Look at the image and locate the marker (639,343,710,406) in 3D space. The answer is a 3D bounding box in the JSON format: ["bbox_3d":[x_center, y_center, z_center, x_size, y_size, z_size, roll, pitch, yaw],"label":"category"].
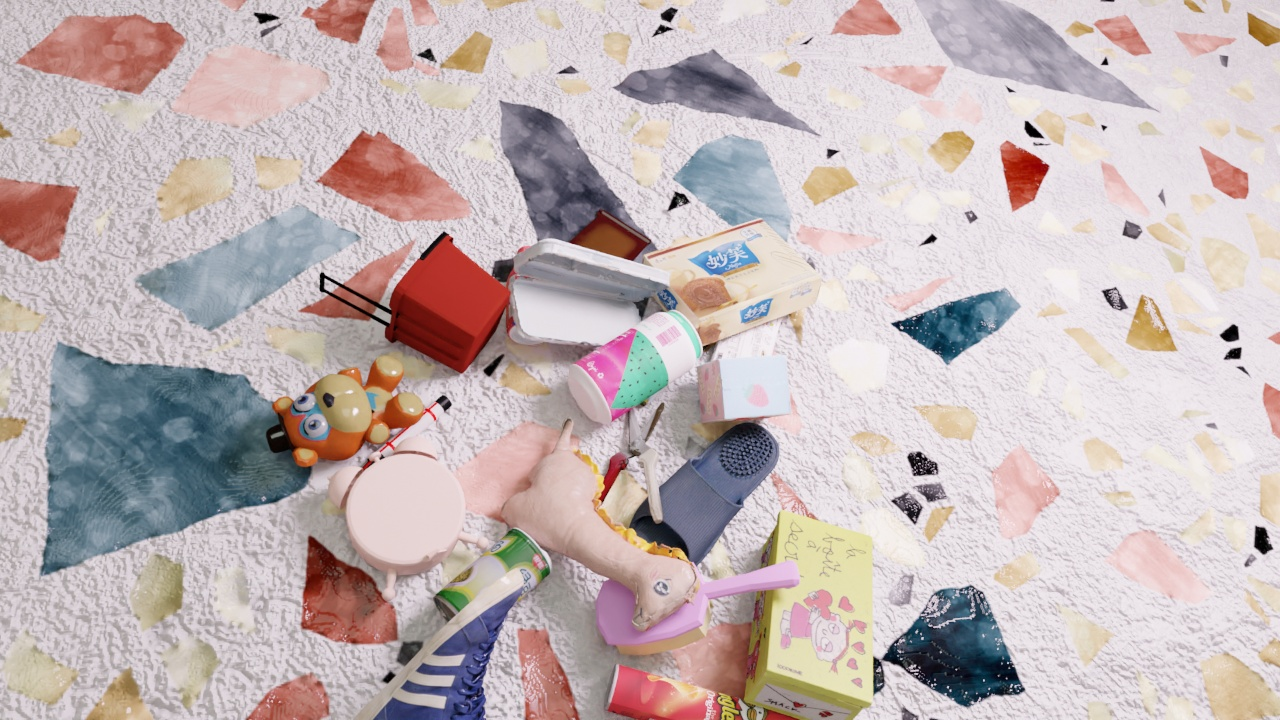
[{"bbox_3d":[0.048,0.013,1.241,0.017,0.017,0.146,39,60,12],"label":"marker"}]

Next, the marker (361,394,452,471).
[{"bbox_3d":[-0.288,0.094,1.117,0.019,0.019,0.145,38,59,12],"label":"marker"}]

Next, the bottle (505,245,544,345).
[{"bbox_3d":[-0.151,-0.092,1.235,0.062,0.062,0.137,2,60,-11],"label":"bottle"}]

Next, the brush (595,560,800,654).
[{"bbox_3d":[0.065,0.265,1.018,0.229,0.043,0.089,-14,48,8],"label":"brush"}]

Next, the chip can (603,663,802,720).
[{"bbox_3d":[0.069,0.383,0.997,0.214,0.052,0.051,16,57,-2],"label":"chip can"}]

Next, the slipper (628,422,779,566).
[{"bbox_3d":[0.083,0.156,1.123,0.101,0.083,0.262,39,59,15],"label":"slipper"}]

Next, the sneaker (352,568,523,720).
[{"bbox_3d":[-0.170,0.331,0.913,0.233,0.091,0.118,-44,77,4],"label":"sneaker"}]

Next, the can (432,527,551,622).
[{"bbox_3d":[-0.163,0.248,1.021,0.067,0.067,0.120,43,60,15],"label":"can"}]

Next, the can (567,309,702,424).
[{"bbox_3d":[-0.007,0.007,1.179,0.165,0.088,0.088,-33,70,-20],"label":"can"}]

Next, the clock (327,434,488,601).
[{"bbox_3d":[-0.266,0.168,1.038,0.130,0.086,0.160,-26,65,-25],"label":"clock"}]

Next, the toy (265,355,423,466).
[{"bbox_3d":[-0.351,0.065,1.085,0.176,0.096,0.112,-29,66,-14],"label":"toy"}]

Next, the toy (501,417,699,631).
[{"bbox_3d":[-0.035,0.182,1.049,0.265,0.065,0.195,18,66,28],"label":"toy"}]

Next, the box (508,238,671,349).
[{"bbox_3d":[-0.057,-0.091,1.189,0.210,0.106,0.130,5,61,-37],"label":"box"}]

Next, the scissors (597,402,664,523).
[{"bbox_3d":[-0.009,0.136,1.129,0.196,0.015,0.179,-42,41,-12],"label":"scissors"}]

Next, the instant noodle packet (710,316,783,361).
[{"bbox_3d":[0.147,-0.025,1.279,0.087,0.026,0.134,18,57,-1],"label":"instant noodle packet"}]

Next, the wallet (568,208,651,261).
[{"bbox_3d":[-0.051,-0.164,1.330,0.091,0.018,0.115,33,54,9],"label":"wallet"}]

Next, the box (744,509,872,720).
[{"bbox_3d":[0.194,0.287,1.039,0.124,0.083,0.220,19,45,0],"label":"box"}]

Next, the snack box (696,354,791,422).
[{"bbox_3d":[0.132,0.038,1.185,0.093,0.095,0.079,-3,84,-15],"label":"snack box"}]

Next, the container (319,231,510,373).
[{"bbox_3d":[-0.279,-0.086,1.153,0.201,0.148,0.126,33,59,-2],"label":"container"}]

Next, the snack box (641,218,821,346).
[{"bbox_3d":[0.126,-0.114,1.292,0.207,0.055,0.153,-20,51,-22],"label":"snack box"}]
